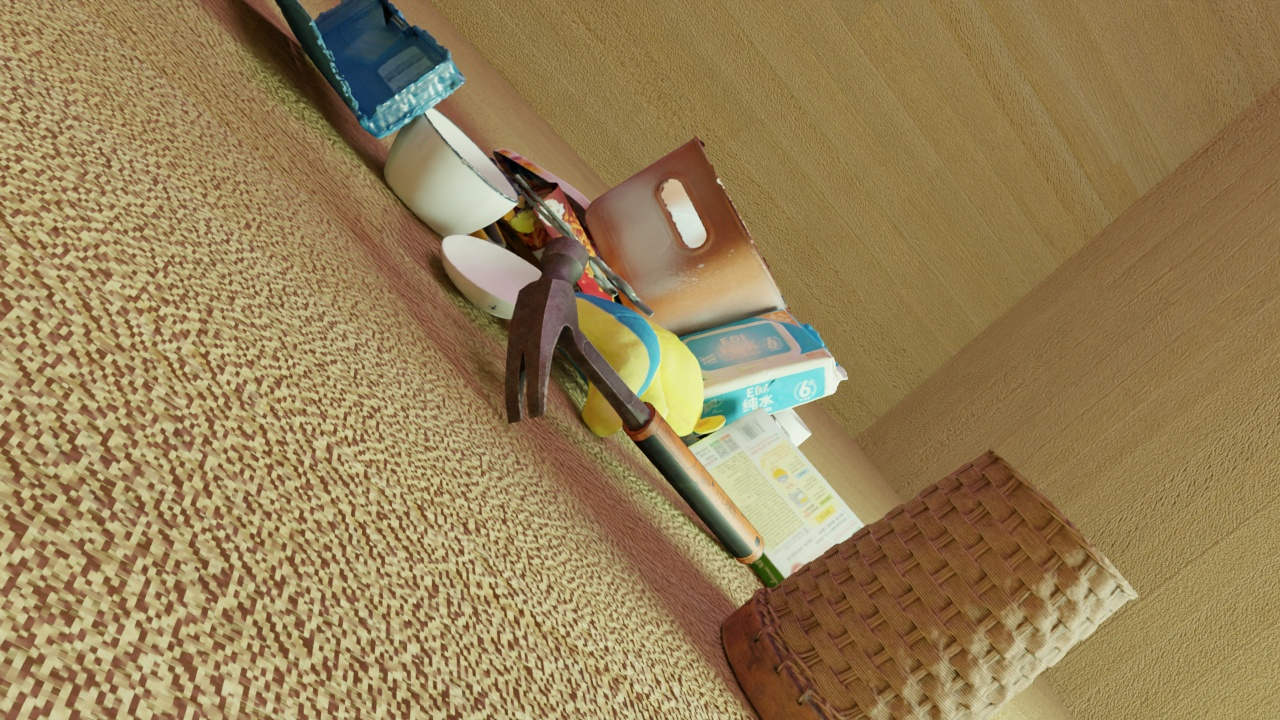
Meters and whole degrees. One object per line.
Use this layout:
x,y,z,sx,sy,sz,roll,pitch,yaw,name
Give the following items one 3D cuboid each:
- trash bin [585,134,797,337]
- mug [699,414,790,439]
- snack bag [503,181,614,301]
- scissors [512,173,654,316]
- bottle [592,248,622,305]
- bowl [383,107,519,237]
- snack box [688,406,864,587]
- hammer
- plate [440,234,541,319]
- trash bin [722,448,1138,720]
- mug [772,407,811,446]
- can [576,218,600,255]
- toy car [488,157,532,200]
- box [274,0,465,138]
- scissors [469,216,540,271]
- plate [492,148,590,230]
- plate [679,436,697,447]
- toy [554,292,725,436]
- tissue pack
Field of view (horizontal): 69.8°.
0.062,-0.104,1.055,0.181,0.157,0.259,66,10,23,trash bin
0.108,0.084,1.031,0.107,0.080,0.115,45,27,-22,mug
-0.065,-0.083,0.963,0.208,0.066,0.138,60,3,-22,snack bag
-0.050,-0.096,0.779,0.147,0.014,0.141,37,-12,50,scissors
-0.062,-0.100,1.087,0.174,0.046,0.083,44,10,-19,bottle
-0.166,-0.155,0.782,0.116,0.066,0.116,46,10,-11,bowl
0.123,0.131,0.842,0.131,0.027,0.168,-23,67,-46,snack box
0.009,0.067,0.672,0.314,0.035,0.137,51,38,-34,hammer
-0.110,-0.058,0.708,0.104,0.026,0.104,28,20,-12,plate
0.178,0.162,0.587,0.151,0.210,0.151,46,9,-10,trash bin
0.152,0.085,1.161,0.081,0.088,0.114,45,10,-14,mug
-0.084,-0.145,1.148,0.096,0.054,0.054,43,11,-26,can
-0.168,-0.215,1.121,0.105,0.032,0.048,40,11,-10,toy car
-0.244,-0.288,0.764,0.231,0.094,0.112,49,-10,43,box
-0.153,-0.143,0.943,0.225,0.016,0.229,46,10,-12,scissors
-0.099,-0.198,1.188,0.187,0.016,0.187,35,-9,29,plate
0.097,0.137,0.935,0.178,0.012,0.178,46,9,-10,plate
-0.005,0.005,0.805,0.149,0.084,0.213,54,14,26,toy
0.107,0.010,0.964,0.117,0.209,0.066,-120,-160,-53,tissue pack
